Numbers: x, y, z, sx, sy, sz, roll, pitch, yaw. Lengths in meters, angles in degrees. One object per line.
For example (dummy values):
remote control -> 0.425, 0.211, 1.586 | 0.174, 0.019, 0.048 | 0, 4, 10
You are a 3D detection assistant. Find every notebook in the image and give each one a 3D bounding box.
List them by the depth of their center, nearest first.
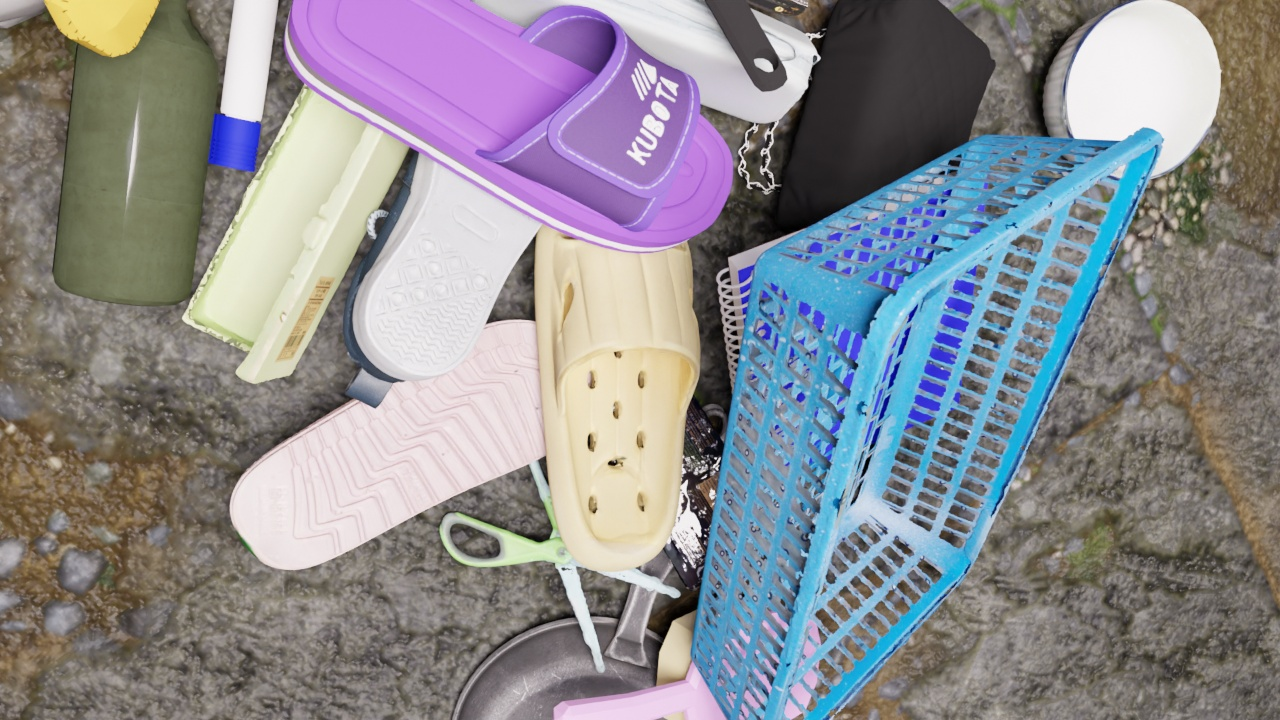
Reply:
notebook -> 0.138, -0.010, 0.601 | 0.171, 0.022, 0.209 | -21, 136, -8

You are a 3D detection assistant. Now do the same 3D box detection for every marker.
marker -> -0.234, -0.181, 0.544 | 0.027, 0.023, 0.133 | 13, 99, 8

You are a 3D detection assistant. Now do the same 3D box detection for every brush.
brush -> 0.031, 0.217, 0.620 | 0.228, 0.043, 0.089 | 1, 97, -38

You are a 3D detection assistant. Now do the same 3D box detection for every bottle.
bottle -> -0.281, -0.137, 0.519 | 0.071, 0.071, 0.207 | 10, 99, -13

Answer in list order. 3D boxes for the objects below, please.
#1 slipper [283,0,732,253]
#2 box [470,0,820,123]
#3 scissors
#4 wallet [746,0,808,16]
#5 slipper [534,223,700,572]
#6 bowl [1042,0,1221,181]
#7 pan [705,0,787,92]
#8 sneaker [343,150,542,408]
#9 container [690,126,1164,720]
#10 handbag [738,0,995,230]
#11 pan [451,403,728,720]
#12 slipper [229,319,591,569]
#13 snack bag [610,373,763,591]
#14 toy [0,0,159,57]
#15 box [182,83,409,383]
slipper -> -0.049, -0.146, 0.495 | 0.266, 0.084, 0.107 | 22, 68, -23
box -> -0.003, -0.191, 0.542 | 0.215, 0.122, 0.083 | 24, 120, -3
scissors -> -0.052, 0.124, 0.625 | 0.171, 0.025, 0.159 | 17, 82, 0
wallet -> 0.079, -0.281, 0.568 | 0.072, 0.019, 0.123 | 15, 79, -18
slipper -> -0.003, 0.003, 0.573 | 0.111, 0.079, 0.261 | 1, 88, -30
bowl -> 0.328, -0.184, 0.637 | 0.118, 0.062, 0.118 | -2, 102, -11
pan -> -0.018, -0.293, 0.498 | 0.225, 0.034, 0.356 | -28, 85, -17
sneaker -> -0.114, -0.084, 0.553 | 0.089, 0.088, 0.235 | 30, 66, -24
container -> 0.139, 0.051, 0.526 | 0.256, 0.089, 0.363 | -29, 140, -35
handbag -> 0.153, -0.150, 0.610 | 0.125, 0.115, 0.154 | 9, 97, -37
pan -> -0.011, 0.199, 0.659 | 0.187, 0.055, 0.357 | 21, 101, -15
slipper -> -0.142, 0.047, 0.589 | 0.239, 0.064, 0.094 | -29, 102, -18
snack bag -> 0.024, 0.073, 0.626 | 0.074, 0.018, 0.155 | -31, 86, -2
toy -> -0.362, -0.239, 0.447 | 0.268, 0.141, 0.246 | 20, 66, 18
box -> -0.207, -0.088, 0.547 | 0.083, 0.091, 0.188 | 29, 91, 1
